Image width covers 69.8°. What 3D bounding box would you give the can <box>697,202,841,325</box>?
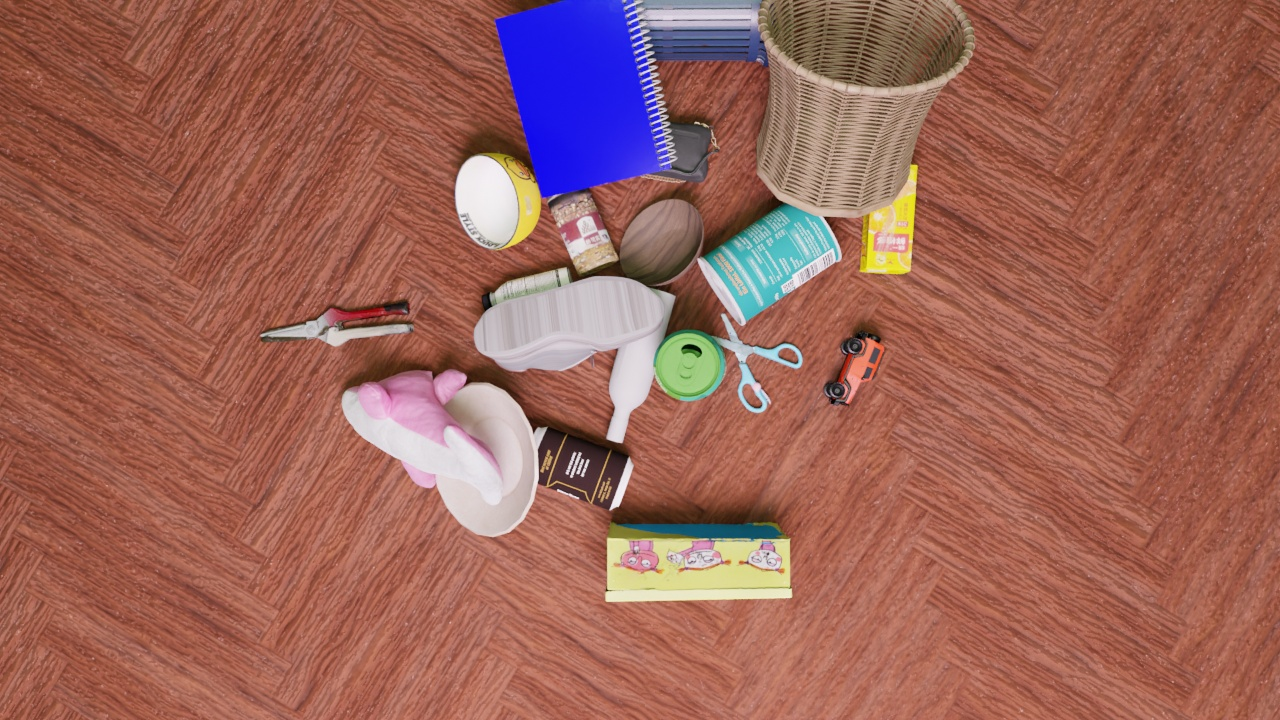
[{"bbox_3d":[0.158,-0.124,1.128,0.144,0.099,0.099,-34,89,0],"label":"can"}]

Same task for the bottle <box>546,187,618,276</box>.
[{"bbox_3d":[-0.072,-0.164,1.152,0.056,0.056,0.105,-23,90,0],"label":"bottle"}]

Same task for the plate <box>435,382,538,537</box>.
[{"bbox_3d":[-0.187,0.121,1.132,0.189,0.027,0.189,2,94,38],"label":"plate"}]

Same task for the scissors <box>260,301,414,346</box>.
[{"bbox_3d":[-0.389,-0.049,1.177,0.189,0.015,0.140,24,92,1],"label":"scissors"}]

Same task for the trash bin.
[{"bbox_3d":[0.033,-0.429,1.113,0.249,0.139,0.139,1,90,2],"label":"trash bin"}]

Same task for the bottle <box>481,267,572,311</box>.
[{"bbox_3d":[-0.143,-0.085,1.161,0.116,0.041,0.041,-14,90,1],"label":"bottle"}]

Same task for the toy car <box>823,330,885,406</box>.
[{"bbox_3d":[0.269,0.013,1.150,0.049,0.051,0.100,22,90,2],"label":"toy car"}]

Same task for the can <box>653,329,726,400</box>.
[{"bbox_3d":[0.061,0.005,1.103,0.083,0.144,0.083,0,90,6],"label":"can"}]

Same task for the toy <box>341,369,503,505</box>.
[{"bbox_3d":[-0.254,0.069,1.108,0.266,0.187,0.127,24,61,33],"label":"toy"}]

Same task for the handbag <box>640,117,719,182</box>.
[{"bbox_3d":[0.035,-0.270,1.154,0.128,0.054,0.079,11,86,3],"label":"handbag"}]

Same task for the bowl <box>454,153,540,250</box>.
[{"bbox_3d":[-0.168,-0.200,1.139,0.117,0.067,0.117,16,116,36],"label":"bowl"}]

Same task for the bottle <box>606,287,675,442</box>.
[{"bbox_3d":[-0.007,0.007,1.153,0.052,0.052,0.195,16,90,1],"label":"bottle"}]

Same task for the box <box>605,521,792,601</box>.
[{"bbox_3d":[0.069,0.243,1.119,0.221,0.124,0.079,2,90,-1],"label":"box"}]

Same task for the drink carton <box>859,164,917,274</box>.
[{"bbox_3d":[0.312,-0.177,1.154,0.058,0.043,0.134,4,90,0],"label":"drink carton"}]

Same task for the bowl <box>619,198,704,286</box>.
[{"bbox_3d":[0.033,-0.141,1.146,0.119,0.032,0.119,-14,63,28],"label":"bowl"}]

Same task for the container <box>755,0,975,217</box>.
[{"bbox_3d":[0.236,-0.298,1.043,0.227,0.196,0.226,1,54,-1],"label":"container"}]

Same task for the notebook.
[{"bbox_3d":[-0.060,-0.313,1.076,0.172,0.022,0.209,-11,107,10],"label":"notebook"}]

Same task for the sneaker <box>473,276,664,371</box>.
[{"bbox_3d":[-0.081,-0.035,1.136,0.236,0.089,0.099,-8,69,10],"label":"sneaker"}]

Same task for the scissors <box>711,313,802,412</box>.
[{"bbox_3d":[0.149,-0.009,1.172,0.118,0.015,0.139,-25,92,1],"label":"scissors"}]

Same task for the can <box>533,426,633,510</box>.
[{"bbox_3d":[-0.078,0.134,1.144,0.128,0.072,0.072,20,90,1],"label":"can"}]
